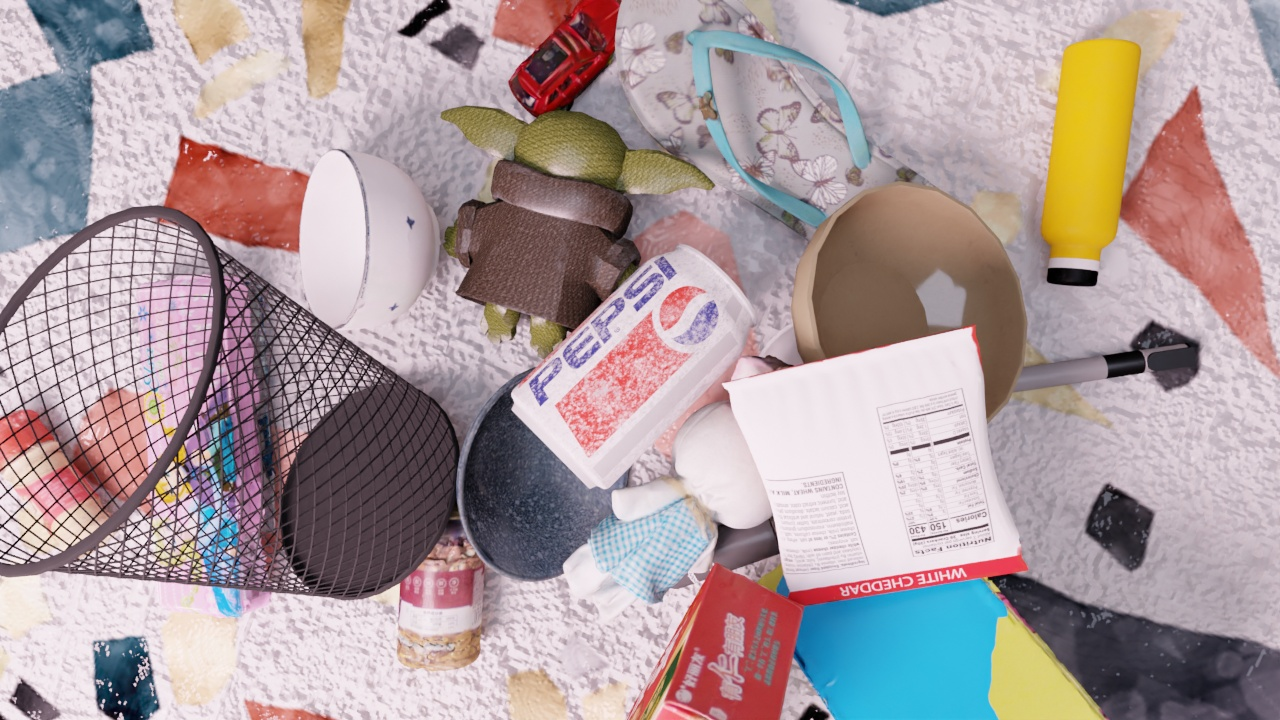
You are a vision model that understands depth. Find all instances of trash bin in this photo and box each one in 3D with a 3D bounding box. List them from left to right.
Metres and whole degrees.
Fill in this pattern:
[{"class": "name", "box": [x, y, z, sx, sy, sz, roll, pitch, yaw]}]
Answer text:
[{"class": "trash bin", "box": [-0.221, 0.047, 0.516, 0.184, 0.210, 0.183, -11, 64, 23]}]

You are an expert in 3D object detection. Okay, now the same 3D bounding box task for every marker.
[{"class": "marker", "box": [0.274, 0.007, 0.582, 0.140, 0.016, 0.016, -9, 92, 6]}]

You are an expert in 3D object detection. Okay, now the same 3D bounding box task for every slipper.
[{"class": "slipper", "box": [0.086, -0.136, 0.568, 0.269, 0.054, 0.098, 41, 97, -3]}]

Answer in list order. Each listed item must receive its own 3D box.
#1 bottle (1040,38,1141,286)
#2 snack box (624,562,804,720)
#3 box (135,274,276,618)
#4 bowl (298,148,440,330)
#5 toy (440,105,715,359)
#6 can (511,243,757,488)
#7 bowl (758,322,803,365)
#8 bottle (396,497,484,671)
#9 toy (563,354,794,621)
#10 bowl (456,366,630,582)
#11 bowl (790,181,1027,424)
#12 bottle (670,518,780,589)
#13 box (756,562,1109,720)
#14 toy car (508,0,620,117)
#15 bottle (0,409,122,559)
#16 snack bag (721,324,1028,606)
[{"class": "bottle", "box": [0.273, -0.118, 0.562, 0.043, 0.043, 0.143, 6, 93, 6]}, {"class": "snack box", "box": [0.012, 0.239, 0.529, 0.060, 0.113, 0.237, 27, 121, 5]}, {"class": "box", "box": [-0.297, 0.057, 0.636, 0.085, 0.053, 0.230, -1, 94, 23]}, {"class": "bowl", "box": [-0.170, -0.075, 0.589, 0.063, 0.114, 0.113, -2, 92, -39]}, {"class": "toy", "box": [-0.056, -0.081, 0.581, 0.179, 0.078, 0.152, 17, 88, 10]}, {"class": "can", "box": [-0.003, 0.003, 0.530, 0.136, 0.078, 0.078, -45, 88, -7]}, {"class": "bowl", "box": [0.125, 0.024, 0.586, 0.110, 0.040, 0.110, 0, 93, 6]}, {"class": "bottle", "box": [-0.132, 0.146, 0.611, 0.056, 0.056, 0.105, 4, 93, 6]}, {"class": "toy", "box": [0.039, 0.087, 0.570, 0.206, 0.105, 0.131, -41, 100, 13]}, {"class": "bowl", "box": [-0.074, 0.068, 0.591, 0.057, 0.136, 0.137, 7, 94, 45]}, {"class": "bowl", "box": [0.151, -0.025, 0.543, 0.152, 0.051, 0.152, 4, 80, -21]}, {"class": "bottle", "box": [0.035, 0.131, 0.605, 0.113, 0.030, 0.030, -21, 90, 7]}, {"class": "box", "box": [0.172, 0.187, 0.517, 0.124, 0.081, 0.221, -39, 49, 4]}, {"class": "toy car", "box": [-0.045, -0.199, 0.597, 0.091, 0.036, 0.042, -44, 89, -1]}, {"class": "bottle", "box": [-0.415, 0.087, 0.645, 0.044, 0.044, 0.109, -38, 89, 6]}, {"class": "snack bag", "box": [0.125, 0.063, 0.485, 0.131, 0.039, 0.144, -14, 108, 15]}]
